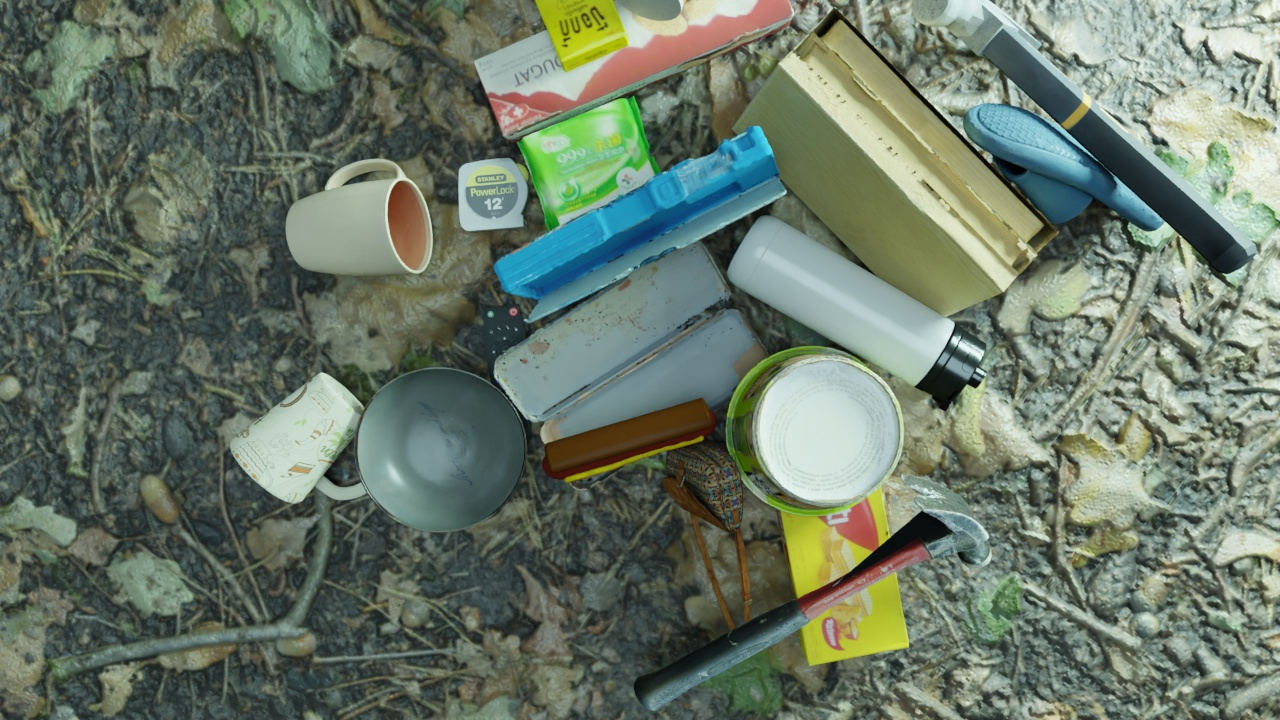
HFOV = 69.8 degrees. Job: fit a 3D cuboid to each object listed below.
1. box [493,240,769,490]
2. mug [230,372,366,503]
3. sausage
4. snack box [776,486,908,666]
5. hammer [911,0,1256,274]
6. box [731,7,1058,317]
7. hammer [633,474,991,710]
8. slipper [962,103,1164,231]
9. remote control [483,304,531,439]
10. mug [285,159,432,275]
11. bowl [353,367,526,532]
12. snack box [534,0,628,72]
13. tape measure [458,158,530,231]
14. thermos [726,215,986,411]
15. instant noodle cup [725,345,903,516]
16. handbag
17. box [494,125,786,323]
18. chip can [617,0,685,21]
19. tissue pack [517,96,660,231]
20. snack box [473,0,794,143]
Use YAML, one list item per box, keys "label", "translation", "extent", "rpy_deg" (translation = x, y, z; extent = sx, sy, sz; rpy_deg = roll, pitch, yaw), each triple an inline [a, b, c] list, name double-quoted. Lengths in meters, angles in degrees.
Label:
- label: "box"
  translation: [-0.005, 0.005, 0.817]
  extent: [0.216, 0.063, 0.157]
  rpy_deg: [-32, 113, 4]
- label: "mug"
  translation: [-0.286, 0.079, 0.828]
  extent: [0.097, 0.081, 0.122]
  rpy_deg: [-45, 113, -3]
- label: "sausage"
  translation: [-0.010, 0.070, 0.790]
  extent: [0.155, 0.040, 0.040]
  rpy_deg: [-16, 94, 0]
- label: "snack box"
  translation: [0.177, 0.166, 0.829]
  extent: [0.092, 0.042, 0.200]
  rpy_deg: [-10, 94, 2]
- label: "hammer"
  translation: [0.349, -0.186, 0.719]
  extent: [0.312, 0.139, 0.035]
  rpy_deg: [54, 128, 22]
- label: "box"
  translation: [0.215, -0.166, 0.761]
  extent: [0.248, 0.141, 0.148]
  rpy_deg: [44, 86, -2]
- label: "hammer"
  translation: [0.134, 0.206, 0.772]
  extent: [0.326, 0.036, 0.140]
  rpy_deg: [-32, 133, 10]
- label: "slipper"
  translation: [0.348, -0.156, 0.765]
  extent: [0.213, 0.103, 0.059]
  rpy_deg: [16, 129, -24]
- label: "remote control"
  translation: [-0.119, 0.012, 0.841]
  extent: [0.039, 0.010, 0.125]
  rpy_deg: [-6, 94, 2]
- label: "mug"
  translation: [-0.247, -0.127, 0.806]
  extent: [0.104, 0.085, 0.111]
  rpy_deg: [-4, 66, 13]
- label: "bowl"
  translation: [-0.174, 0.076, 0.825]
  extent: [0.151, 0.056, 0.151]
  rpy_deg: [0, 94, 2]
- label: "snack box"
  translation: [-0.065, -0.324, 0.773]
  extent: [0.061, 0.025, 0.149]
  rpy_deg: [-22, 85, 3]
- label: "tape measure"
  translation: [-0.131, -0.148, 0.827]
  extent: [0.064, 0.016, 0.065]
  rpy_deg: [-4, 94, 2]
- label: "thermos"
  translation: [0.187, -0.037, 0.801]
  extent: [0.230, 0.101, 0.068]
  rpy_deg: [31, 77, 8]
- label: "instant noodle cup"
  translation: [0.145, 0.059, 0.753]
  extent: [0.146, 0.098, 0.146]
  rpy_deg: [0, 87, 2]
- label: "handbag"
  translation: [0.064, 0.169, 0.814]
  extent: [0.043, 0.094, 0.196]
  rpy_deg: [-17, 103, -23]
- label: "box"
  translation: [0.005, -0.105, 0.772]
  extent: [0.244, 0.091, 0.066]
  rpy_deg: [-26, 84, 11]
- label: "chip can"
  translation: [0.039, -0.391, 0.758]
  extent: [0.062, 0.062, 0.210]
  rpy_deg: [20, 81, 0]
- label: "tissue pack"
  translation: [-0.042, -0.169, 0.815]
  extent: [0.114, 0.034, 0.099]
  rpy_deg: [-21, 92, 1]
- label: "snack box"
  translation: [-0.006, -0.276, 0.800]
  extent: [0.273, 0.044, 0.076]
  rpy_deg: [-21, 92, 3]
